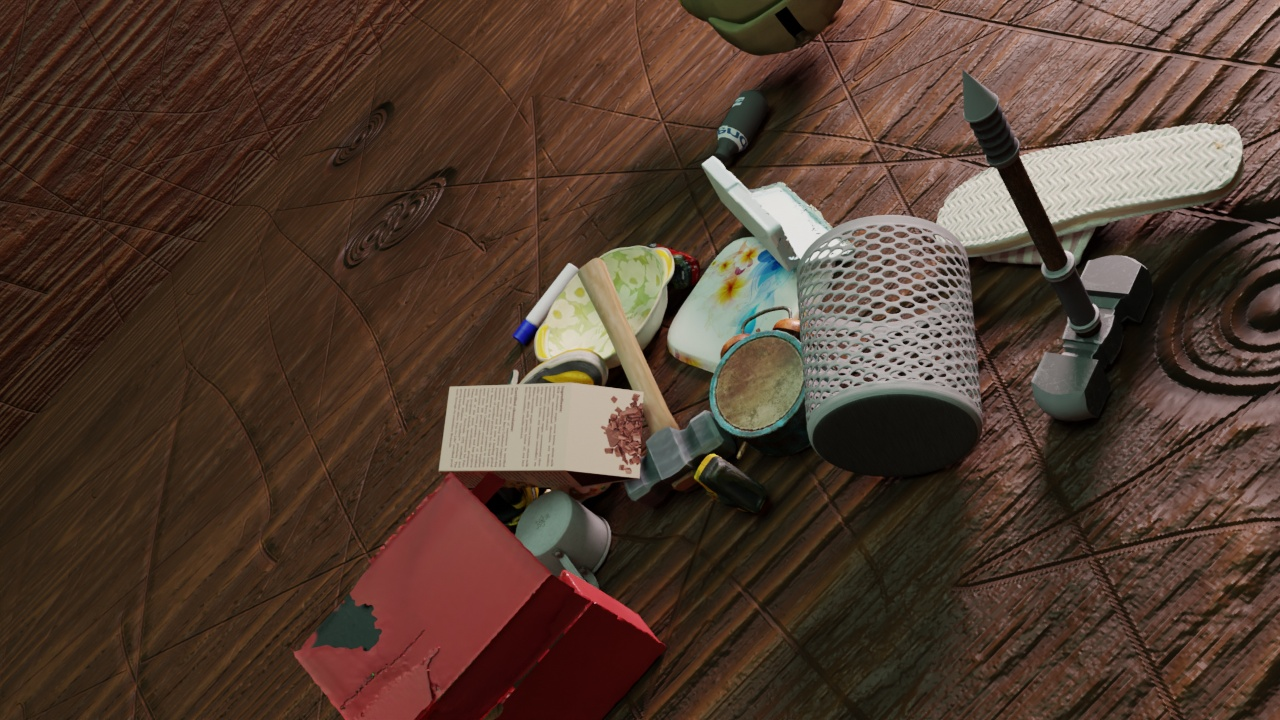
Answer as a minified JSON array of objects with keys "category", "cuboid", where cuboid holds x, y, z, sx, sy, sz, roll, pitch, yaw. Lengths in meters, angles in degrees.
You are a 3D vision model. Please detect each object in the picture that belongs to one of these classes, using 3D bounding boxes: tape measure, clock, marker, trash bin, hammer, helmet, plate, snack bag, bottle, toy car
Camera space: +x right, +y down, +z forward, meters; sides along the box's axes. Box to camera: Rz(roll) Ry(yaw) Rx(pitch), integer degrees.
[{"category":"tape measure","cuboid":[0.085,0.122,0.897,0.037,0.065,0.064,-57,16,-6]},{"category":"clock","cuboid":[0.136,0.019,0.931,0.121,0.073,0.157,-19,57,31]},{"category":"marker","cuboid":[-0.135,-0.081,1.319,0.133,0.023,0.027,-53,17,-8]},{"category":"trash bin","cuboid":[0.219,-0.008,0.815,0.157,0.156,0.182,-19,48,31]},{"category":"hammer","cuboid":[0.296,-0.093,0.675,0.043,0.322,0.155,14,67,48]},{"category":"helmet","cuboid":[0.167,-0.524,1.219,0.251,0.255,0.232,-28,38,24]},{"category":"plate","cuboid":[0.121,-0.069,1.070,0.187,0.016,0.186,21,73,50]},{"category":"snack bag","cuboid":[-0.100,0.081,0.978,0.206,0.070,0.094,-2,68,12]},{"category":"bottle","cuboid":[-0.063,0.126,1.035,0.109,0.063,0.063,-46,37,14]},{"category":"toy car","cuboid":[0.041,-0.122,1.172,0.036,0.042,0.091,-21,30,-32]},{"category":"hammer","cuboid":[-0.006,0.006,1.034,0.117,0.051,0.322,-35,53,15]},{"category":"bottle","cuboid":[0.135,-0.320,1.256,0.047,0.047,0.112,12,66,48]}]

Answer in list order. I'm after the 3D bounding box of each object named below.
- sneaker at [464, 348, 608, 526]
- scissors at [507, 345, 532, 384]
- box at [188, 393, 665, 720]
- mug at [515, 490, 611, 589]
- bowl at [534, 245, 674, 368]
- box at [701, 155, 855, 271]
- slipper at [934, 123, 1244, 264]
[{"category":"sneaker","cuboid":[-0.127,0.094,1.067,0.239,0.086,0.122,-49,17,16]},{"category":"scissors","cuboid":[-0.169,0.052,1.190,0.170,0.012,0.157,-158,84,-78]},{"category":"box","cuboid":[-0.165,0.234,0.788,0.211,0.378,0.124,-48,22,0]},{"category":"mug","cuboid":[-0.080,0.198,0.981,0.084,0.070,0.113,-41,36,7]},{"category":"bowl","cuboid":[-0.034,-0.055,1.170,0.220,0.060,0.188,-32,40,17]},{"category":"box","cuboid":[0.154,-0.174,1.063,0.122,0.078,0.197,-8,36,-17]},{"category":"slipper","cuboid":[0.403,-0.144,0.842,0.264,0.052,0.114,-10,53,43]}]
